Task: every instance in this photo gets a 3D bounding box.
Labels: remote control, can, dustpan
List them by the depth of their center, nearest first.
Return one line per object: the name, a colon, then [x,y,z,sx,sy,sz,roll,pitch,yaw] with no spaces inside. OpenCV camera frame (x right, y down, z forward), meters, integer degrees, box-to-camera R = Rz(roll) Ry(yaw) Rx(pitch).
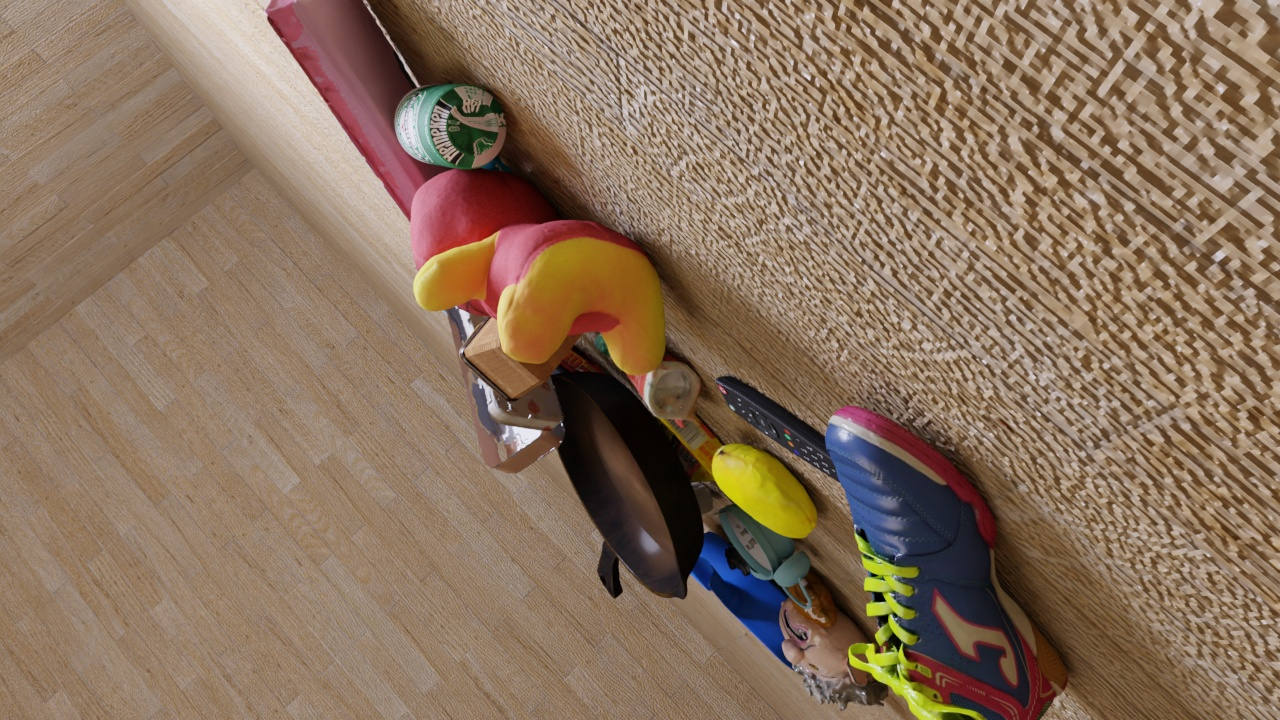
remote control: [0.095,0.046,0.584,0.125,0.010,0.039,35,163,43]
can: [-0.127,-0.155,0.605,0.053,0.053,0.101,54,166,-29]
dustpan: [0.115,0.256,1.019,0.245,0.059,0.258,38,168,34]

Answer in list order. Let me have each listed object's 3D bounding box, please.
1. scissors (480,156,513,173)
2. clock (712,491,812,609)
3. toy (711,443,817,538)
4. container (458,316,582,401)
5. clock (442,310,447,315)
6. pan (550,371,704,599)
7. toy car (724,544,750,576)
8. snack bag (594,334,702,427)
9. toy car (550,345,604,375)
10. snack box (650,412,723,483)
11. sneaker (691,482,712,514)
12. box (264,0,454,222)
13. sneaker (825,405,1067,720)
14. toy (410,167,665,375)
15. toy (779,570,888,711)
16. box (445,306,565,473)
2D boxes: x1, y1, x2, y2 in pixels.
scissors: [-0.103,-0.124,0.727,0.103,0.015,0.133,32,165,38]
clock: [0.113,0.172,0.817,0.123,0.042,0.087,57,164,-3]
toy: [0.093,0.099,0.690,0.094,0.041,0.095,44,168,-8]
container: [-0.080,-0.028,0.723,0.063,0.113,0.061,44,156,-18]
clock: [-0.178,-0.059,1.063,0.162,0.060,0.118,38,163,23]
pan: [-0.016,0.145,0.898,0.248,0.043,0.357,51,156,29]
toy car: [0.110,0.188,0.911,0.092,0.042,0.036,156,97,-78]
snack bag: [-0.004,0.004,0.737,0.087,0.044,0.155,59,168,-25]
toy car: [-0.078,0.021,0.957,0.189,0.056,0.082,37,149,6]
snack box: [0.037,0.076,0.837,0.075,0.025,0.152,48,168,1]
sneaker: [0.002,0.130,1.021,0.236,0.087,0.079,179,81,-68]
box: [-0.191,-0.177,0.672,0.233,0.046,0.097,61,-159,-48]
sneaker: [0.148,0.128,0.477,0.242,0.091,0.116,54,169,-26]
toy: [-0.077,-0.064,0.607,0.147,0.099,0.216,15,-167,-41]
toy: [0.174,0.269,0.882,0.133,0.076,0.176,29,149,52]
box: [-0.137,-0.008,0.836,0.108,0.094,0.216,-51,48,39]
